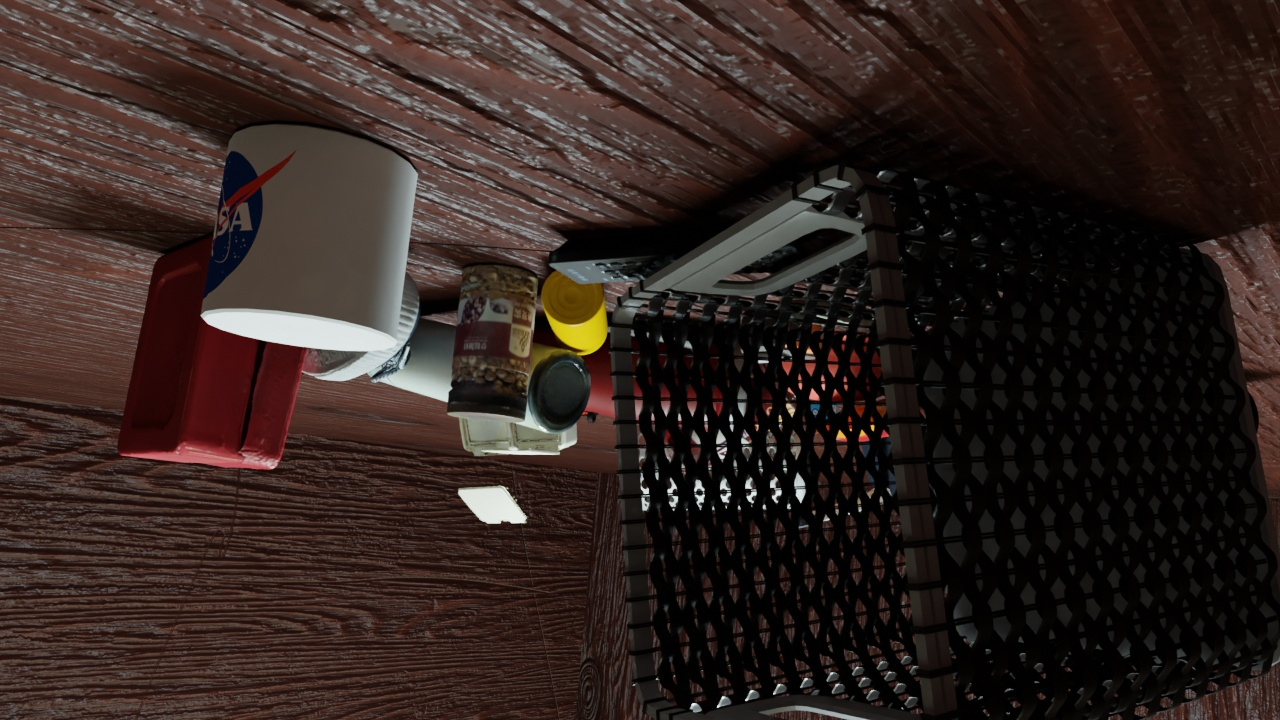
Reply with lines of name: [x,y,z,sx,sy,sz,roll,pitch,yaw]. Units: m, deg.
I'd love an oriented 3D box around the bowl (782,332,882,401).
bowl: [0.175,0.010,0.821,0.130,0.045,0.130,4,170,1]

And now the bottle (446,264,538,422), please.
bottle: [-0.105,-0.011,0.656,0.056,0.105,0.056,4,170,1]

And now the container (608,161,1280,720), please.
container: [0.150,0.062,0.496,0.243,0.245,0.248,1,168,-26]

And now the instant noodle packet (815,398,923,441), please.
instant noodle packet: [0.271,0.038,0.826,0.220,0.032,0.160,-13,175,-8]

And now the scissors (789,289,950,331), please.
scissors: [0.183,-0.030,0.678,0.171,0.012,0.158,6,171,-7]

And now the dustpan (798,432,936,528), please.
dustpan: [0.276,0.100,0.892,0.273,0.080,0.236,-10,179,2]

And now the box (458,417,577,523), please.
box: [-0.156,0.105,1.049,0.144,0.187,0.104,-6,-178,23]

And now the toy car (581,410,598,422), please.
toy car: [-0.092,0.052,1.176,0.051,0.048,0.100,1,170,18]

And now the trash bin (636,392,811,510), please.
trash bin: [0.091,0.086,0.992,0.183,0.156,0.156,0,170,12]

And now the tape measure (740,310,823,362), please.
tape measure: [0.109,-0.015,0.725,0.058,0.038,0.058,-2,168,33]

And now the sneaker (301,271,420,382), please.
sneaker: [-0.213,-0.023,0.703,0.087,0.089,0.236,16,171,-37]

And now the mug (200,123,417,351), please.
mug: [-0.171,-0.056,0.472,0.091,0.090,0.121,11,169,-32]

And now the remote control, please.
remote control: [0.022,-0.064,0.544,0.150,0.022,0.047,-1,168,21]

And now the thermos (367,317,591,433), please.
thermos: [-0.144,0.006,0.764,0.230,0.068,0.067,13,178,39]

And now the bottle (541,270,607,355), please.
bottle: [-0.047,-0.032,0.689,0.043,0.043,0.144,5,170,0]

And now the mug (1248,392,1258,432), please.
mug: [0.484,0.048,0.834,0.100,0.085,0.118,-8,-161,4]

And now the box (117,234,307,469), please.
box: [-0.301,-0.002,0.658,0.129,0.157,0.087,-6,160,43]

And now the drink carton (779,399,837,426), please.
drink carton: [0.179,0.064,1.145,0.129,0.038,0.044,6,170,-8]

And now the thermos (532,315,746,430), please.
thermos: [-0.005,0.005,0.803,0.199,0.083,0.108,6,137,7]

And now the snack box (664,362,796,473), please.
snack box: [0.083,0.052,0.877,0.121,0.072,0.072,-32,161,11]
